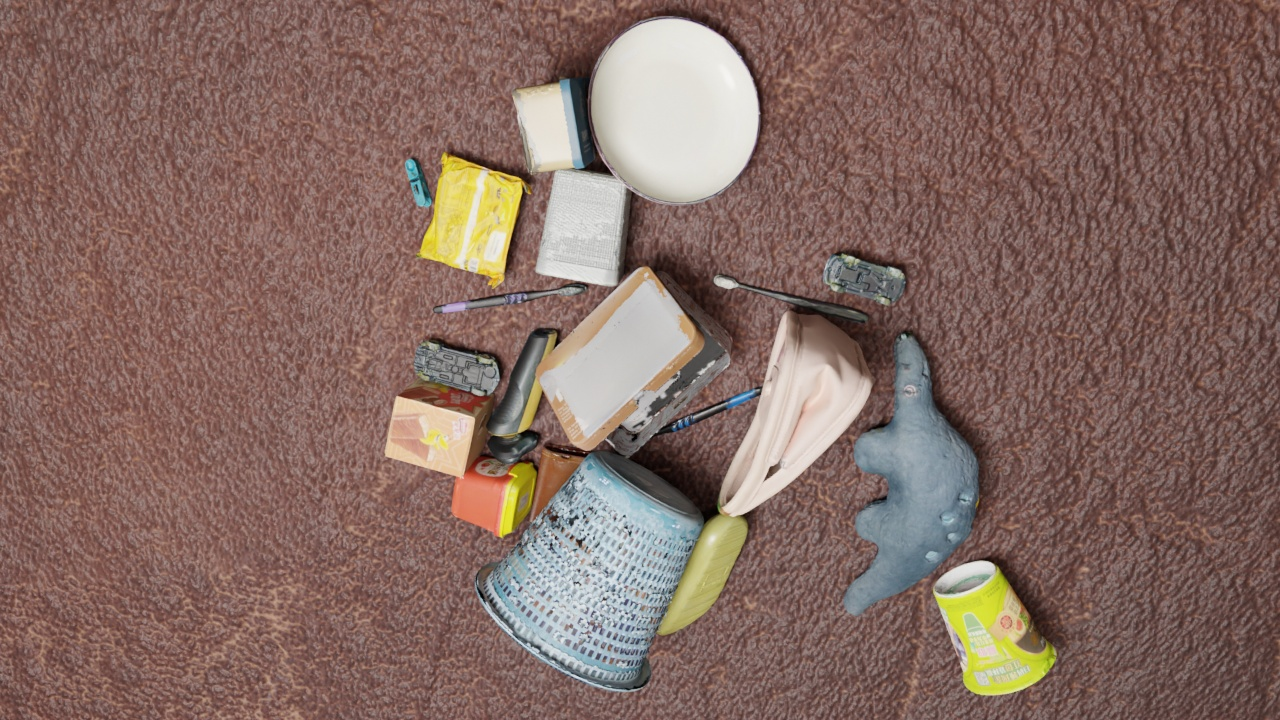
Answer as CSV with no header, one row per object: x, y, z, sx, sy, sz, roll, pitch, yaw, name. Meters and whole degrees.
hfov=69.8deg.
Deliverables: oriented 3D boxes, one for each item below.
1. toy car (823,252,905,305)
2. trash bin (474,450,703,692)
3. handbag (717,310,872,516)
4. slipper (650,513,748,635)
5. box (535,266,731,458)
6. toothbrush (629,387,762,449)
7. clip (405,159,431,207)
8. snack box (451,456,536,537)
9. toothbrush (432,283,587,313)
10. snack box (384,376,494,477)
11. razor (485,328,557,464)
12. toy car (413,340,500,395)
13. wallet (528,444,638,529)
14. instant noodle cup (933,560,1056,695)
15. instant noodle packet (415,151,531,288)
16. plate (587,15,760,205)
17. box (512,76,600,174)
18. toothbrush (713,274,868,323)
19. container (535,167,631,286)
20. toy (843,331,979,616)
0.247,-0.091,1.015,0.090,0.034,0.043,15,103,-1,toy car
-0.038,0.218,1.022,0.226,0.226,0.195,31,95,-3,trash bin
0.149,0.071,0.993,0.093,0.193,0.235,27,111,0,handbag
0.062,0.245,1.110,0.081,0.091,0.191,44,121,34,slipper
-0.007,0.006,0.992,0.153,0.177,0.183,44,105,-8,box
0.060,0.072,1.088,0.190,0.016,0.014,-23,107,10,toothbrush
-0.252,-0.201,1.042,0.014,0.040,0.056,-14,96,8,clip
-0.176,0.160,1.099,0.080,0.091,0.082,13,105,9,snack box
-0.154,-0.071,1.070,0.189,0.016,0.014,-8,104,9,toothbrush
-0.234,0.075,1.077,0.094,0.092,0.077,15,106,2,snack box
-0.135,0.041,1.085,0.067,0.062,0.167,14,102,-30,razor
-0.216,0.008,1.089,0.105,0.031,0.049,16,107,3,toy car
-0.068,0.161,1.117,0.124,0.032,0.101,10,107,1,wallet
0.406,0.307,1.076,0.112,0.111,0.123,-27,94,12,instant noodle cup
-0.188,-0.157,1.035,0.111,0.044,0.128,20,103,7,instant noodle packet
0.032,-0.258,0.961,0.192,0.039,0.192,-1,94,-20,plate
-0.082,-0.240,0.930,0.061,0.184,0.090,-8,109,5,box
0.171,-0.069,1.039,0.181,0.018,0.016,15,103,0,toothbrush
-0.058,-0.148,1.002,0.090,0.090,0.114,10,103,2,container
0.315,0.147,1.053,0.138,0.091,0.357,12,107,31,toy
